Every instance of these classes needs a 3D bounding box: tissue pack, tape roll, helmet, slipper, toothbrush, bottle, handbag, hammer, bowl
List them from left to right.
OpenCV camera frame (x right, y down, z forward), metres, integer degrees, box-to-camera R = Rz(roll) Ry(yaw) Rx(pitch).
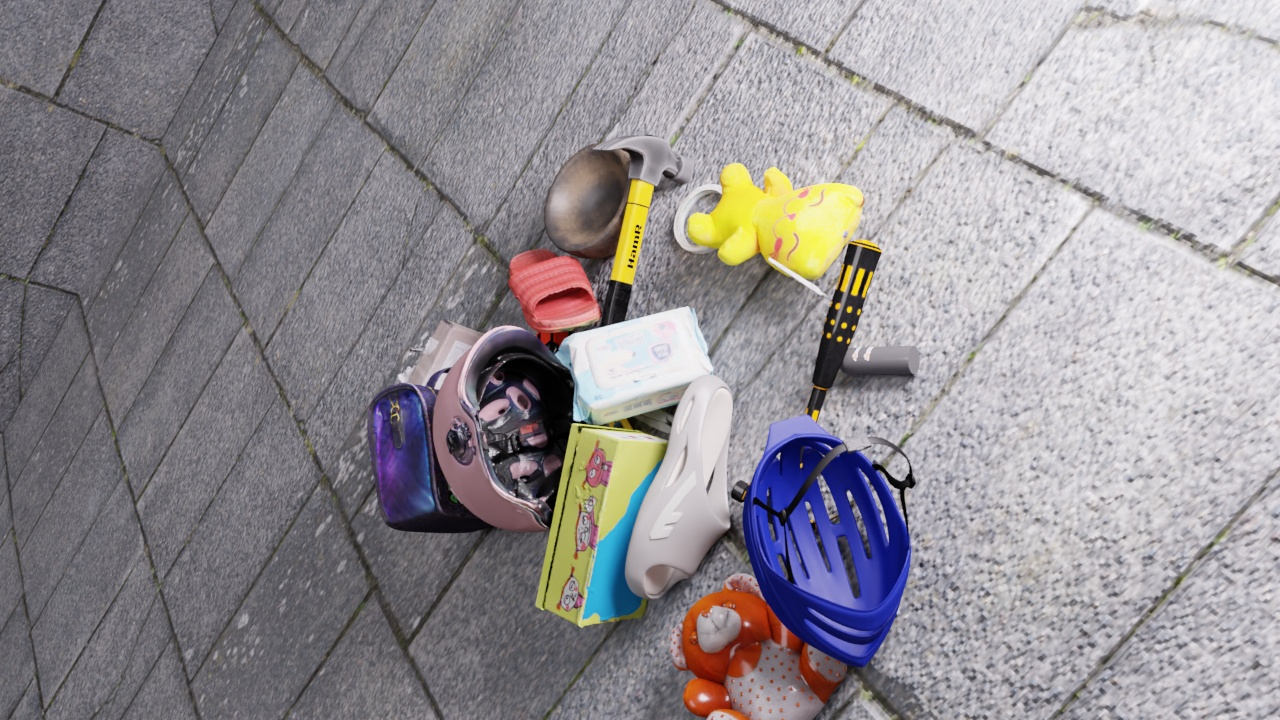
[{"bbox_3d":[-0.307,0.027,1.390,0.071,0.103,0.181,38,101,44],"label":"tissue pack"},{"bbox_3d":[-0.253,0.117,1.250,0.126,0.204,0.221,-19,70,34],"label":"handbag"},{"bbox_3d":[-0.161,0.092,1.141,0.153,0.229,0.255,-20,101,37],"label":"helmet"},{"bbox_3d":[-0.129,-0.111,1.263,0.103,0.059,0.248,-20,34,-14],"label":"slipper"},{"bbox_3d":[-0.054,-0.215,1.280,0.163,0.070,0.162,-15,66,36],"label":"bowl"},{"bbox_3d":[-0.021,-0.131,1.181,0.034,0.169,0.324,14,93,38],"label":"hammer"},{"bbox_3d":[-0.007,0.007,1.115,0.182,0.070,0.112,-14,61,-5],"label":"tissue pack"},{"bbox_3d":[0.067,0.149,1.039,0.081,0.113,0.265,15,79,31],"label":"slipper"},{"bbox_3d":[0.084,-0.183,1.191,0.093,0.013,0.093,-15,66,37],"label":"tape roll"},{"bbox_3d":[0.180,-0.081,0.960,0.010,0.181,0.010,-26,64,28],"label":"toothbrush"},{"bbox_3d":[0.195,0.029,0.975,0.123,0.036,0.321,22,101,31],"label":"hammer"},{"bbox_3d":[0.184,0.159,0.849,0.147,0.228,0.241,-14,71,-11],"label":"helmet"},{"bbox_3d":[0.239,0.001,0.983,0.113,0.030,0.030,-2,74,40],"label":"bottle"}]

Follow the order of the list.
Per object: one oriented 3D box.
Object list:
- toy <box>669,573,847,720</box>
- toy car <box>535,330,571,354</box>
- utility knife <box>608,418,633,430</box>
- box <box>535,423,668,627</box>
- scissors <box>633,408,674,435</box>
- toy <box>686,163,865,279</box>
[{"bbox_3d":[0.108,0.305,0.946,0.163,0.093,0.172,-40,46,-5],"label":"toy"},{"bbox_3d":[-0.120,-0.031,1.285,0.049,0.051,0.100,-16,65,33],"label":"toy car"},{"bbox_3d":[-0.021,0.094,1.171,0.030,0.019,0.218,-43,56,20],"label":"utility knife"},{"bbox_3d":[-0.038,0.192,1.076,0.082,0.124,0.221,16,95,40],"label":"box"},{"bbox_3d":[-0.020,0.039,1.200,0.228,0.016,0.134,14,85,42],"label":"scissors"},{"bbox_3d":[0.156,-0.152,1.071,0.194,0.087,0.134,18,70,39],"label":"toy"}]
